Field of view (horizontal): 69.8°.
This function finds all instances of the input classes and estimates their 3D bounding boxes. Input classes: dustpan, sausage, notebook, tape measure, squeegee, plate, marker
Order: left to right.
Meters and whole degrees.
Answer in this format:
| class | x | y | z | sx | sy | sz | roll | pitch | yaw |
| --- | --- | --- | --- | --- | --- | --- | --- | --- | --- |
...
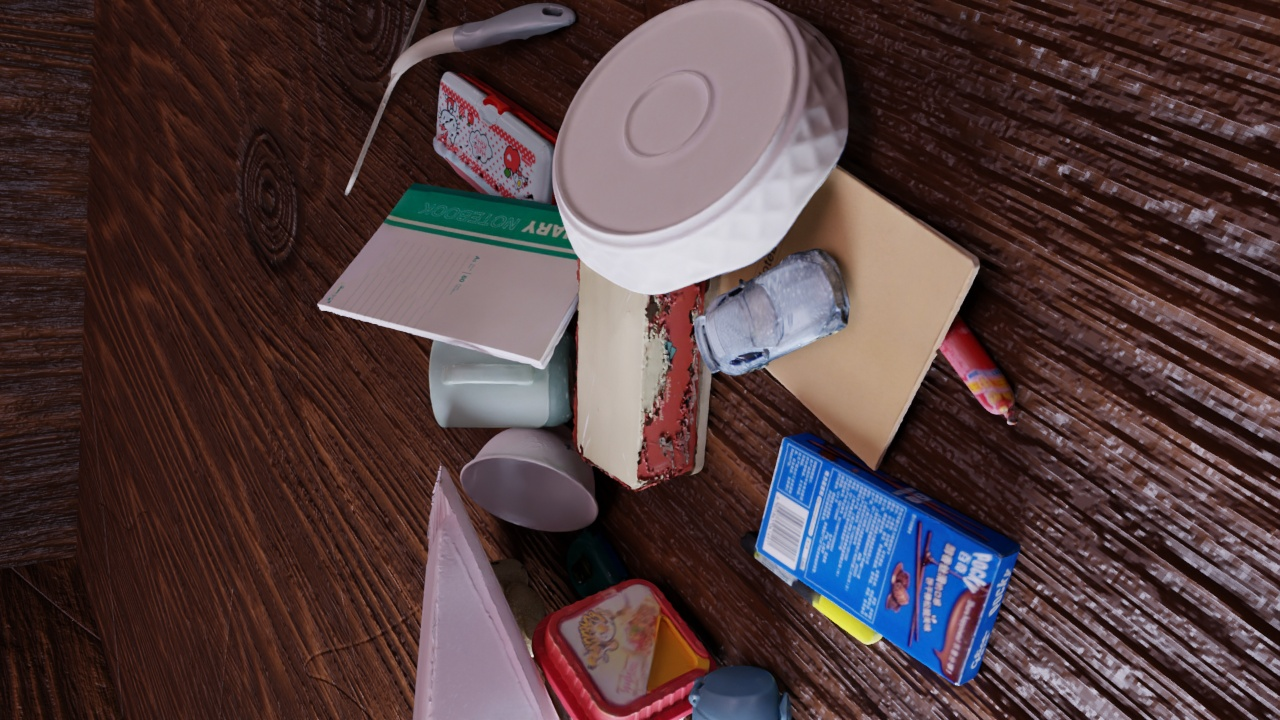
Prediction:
| class | x | y | z | sx | sy | sz | roll | pitch | yaw |
| --- | --- | --- | --- | --- | --- | --- | --- | --- | --- |
| squeegee | -0.161 | -0.280 | 0.817 | 0.247 | 0.039 | 0.246 | -5 | 61 | 36 |
| notebook | -0.135 | -0.076 | 0.732 | 0.209 | 0.150 | 0.012 | 13 | 148 | 23 |
| dustpan | -0.110 | 0.238 | 0.751 | 0.223 | 0.138 | 0.273 | 130 | 143 | -67 |
| tape measure | -0.040 | 0.175 | 0.771 | 0.058 | 0.025 | 0.055 | 56 | 133 | 25 |
| plate | 0.026 | -0.144 | 0.578 | 0.205 | 0.045 | 0.204 | -15 | 62 | 29 |
| notebook | 0.103 | -0.052 | 0.574 | 0.207 | 0.008 | 0.148 | 48 | 135 | 38 |
| marker | 0.109 | 0.146 | 0.604 | 0.124 | 0.015 | 0.018 | 31 | 116 | 47 |
| sausage | 0.164 | -0.028 | 0.516 | 0.020 | 0.020 | 0.155 | -53 | 56 | 39 |

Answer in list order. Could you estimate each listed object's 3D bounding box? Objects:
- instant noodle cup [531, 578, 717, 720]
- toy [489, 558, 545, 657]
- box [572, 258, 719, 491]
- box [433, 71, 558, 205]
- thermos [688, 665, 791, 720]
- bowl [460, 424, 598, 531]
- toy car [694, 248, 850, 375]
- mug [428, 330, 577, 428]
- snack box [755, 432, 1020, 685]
| class | x | y | z | sx | sy | sz | roll | pitch | yaw |
| --- | --- | --- | --- | --- | --- | --- | --- | --- | --- |
| instant noodle cup | -0.018 | 0.251 | 0.700 | 0.116 | 0.116 | 0.124 | 47 | 139 | 36 |
| toy | -0.100 | 0.230 | 0.831 | 0.157 | 0.066 | 0.105 | 25 | 155 | 42 |
| box | -0.004 | 0.004 | 0.658 | 0.091 | 0.079 | 0.168 | 24 | 119 | 46 |
| box | -0.131 | -0.190 | 0.824 | 0.201 | 0.048 | 0.087 | 42 | 124 | 38 |
| thermos | 0.065 | 0.323 | 0.637 | 0.070 | 0.070 | 0.220 | 12 | 103 | 49 |
| bowl | -0.086 | 0.088 | 0.776 | 0.119 | 0.118 | 0.064 | -35 | 31 | 46 |
| toy car | 0.079 | -0.027 | 0.576 | 0.121 | 0.036 | 0.054 | -28 | 76 | 52 |
| mug | -0.108 | 0.012 | 0.724 | 0.112 | 0.106 | 0.082 | 45 | -134 | -85 |
| snack box | 0.141 | 0.113 | 0.552 | 0.157 | 0.026 | 0.085 | 29 | 116 | 44 |
